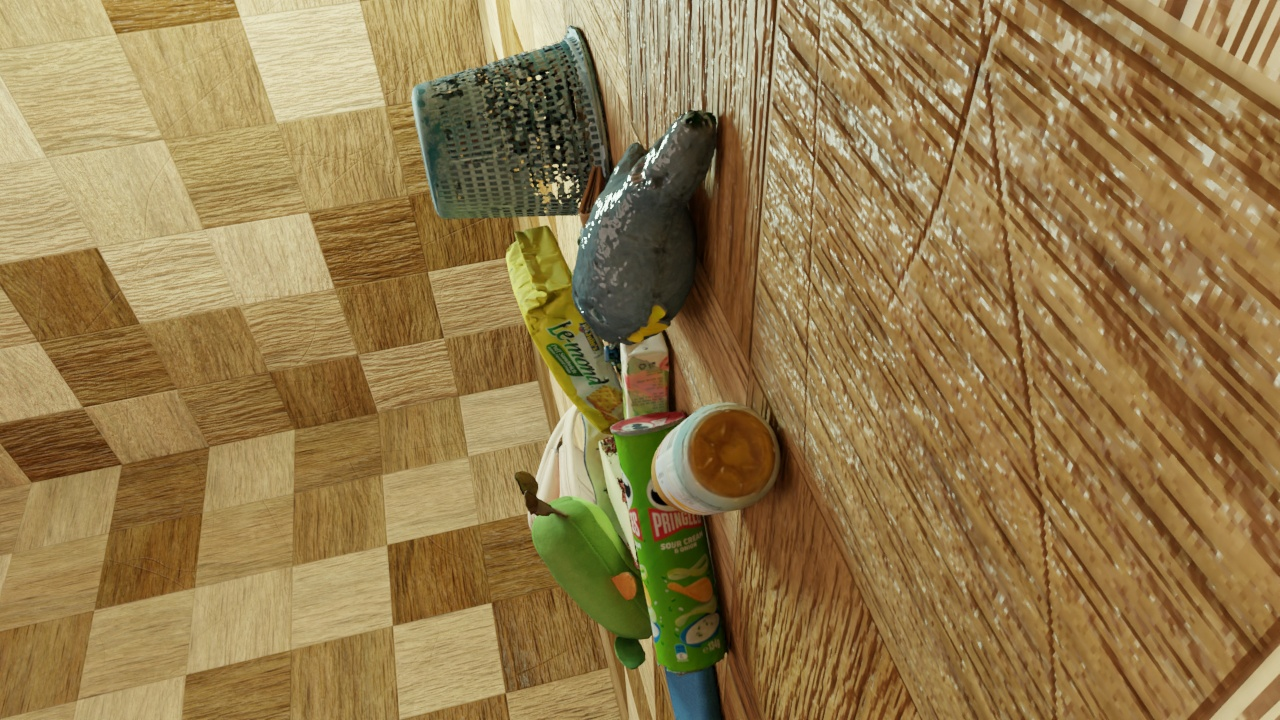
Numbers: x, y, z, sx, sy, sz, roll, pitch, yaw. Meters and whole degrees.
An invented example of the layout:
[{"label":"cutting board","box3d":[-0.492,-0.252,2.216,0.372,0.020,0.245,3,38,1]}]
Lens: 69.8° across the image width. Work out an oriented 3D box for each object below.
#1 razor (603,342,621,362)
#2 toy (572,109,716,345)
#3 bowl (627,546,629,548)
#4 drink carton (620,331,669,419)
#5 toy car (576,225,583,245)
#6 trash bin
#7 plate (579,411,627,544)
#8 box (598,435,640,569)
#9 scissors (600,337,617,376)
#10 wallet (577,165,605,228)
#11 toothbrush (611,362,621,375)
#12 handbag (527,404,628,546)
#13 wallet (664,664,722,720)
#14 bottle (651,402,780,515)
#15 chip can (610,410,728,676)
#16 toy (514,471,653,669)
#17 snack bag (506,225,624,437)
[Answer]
[{"label":"razor","box3d":[-0.017,-0.069,0.913,0.042,0.022,0.142,7,-96,-66]},{"label":"toy","box3d":[-0.002,-0.084,0.719,0.357,0.091,0.137,129,156,-77]},{"label":"bowl","box3d":[0.009,0.262,1.131,0.113,0.062,0.113,169,91,-80]},{"label":"drink carton","box3d":[0.005,0.024,0.899,0.053,0.045,0.123,-103,8,-49]},{"label":"toy car","box3d":[-0.067,-0.118,1.211,0.054,0.036,0.121,-133,42,-75]},{"label":"trash bin","box3d":[-0.151,-0.250,1.049,0.227,0.195,0.226,167,91,-82]},{"label":"plate","box3d":[-0.036,0.144,1.199,0.205,0.045,0.205,-8,-92,-86]},{"label":"box","box3d":[-0.005,0.148,1.012,0.168,0.079,0.091,-122,21,-64]},{"label":"scissors","box3d":[-0.054,-0.020,1.300,0.172,0.014,0.145,-39,-72,-87]},{"label":"wallet","box3d":[-0.038,-0.135,0.950,0.115,0.020,0.101,-86,-16,-52]},{"label":"toothbrush","box3d":[-0.020,0.017,1.152,0.191,0.016,0.018,-127,17,-71]},{"label":"handbag","box3d":[-0.073,0.166,1.334,0.193,0.093,0.233,45,-143,-50]},{"label":"wallet","box3d":[0.060,0.365,1.019,0.106,0.040,0.133,-164,64,-70]},{"label":"bottle","box3d":[0.045,0.074,0.644,0.190,0.068,0.068,120,138,-77]},{"label":"chip can","box3d":[0.029,0.168,0.856,0.072,0.072,0.236,-152,50,-79]},{"label":"toy","box3d":[-0.057,0.224,1.036,0.247,0.090,0.227,55,166,-14]},{"label":"snack bag","box3d":[-0.084,-0.030,1.078,0.158,0.068,0.247,-115,0,-51]}]
